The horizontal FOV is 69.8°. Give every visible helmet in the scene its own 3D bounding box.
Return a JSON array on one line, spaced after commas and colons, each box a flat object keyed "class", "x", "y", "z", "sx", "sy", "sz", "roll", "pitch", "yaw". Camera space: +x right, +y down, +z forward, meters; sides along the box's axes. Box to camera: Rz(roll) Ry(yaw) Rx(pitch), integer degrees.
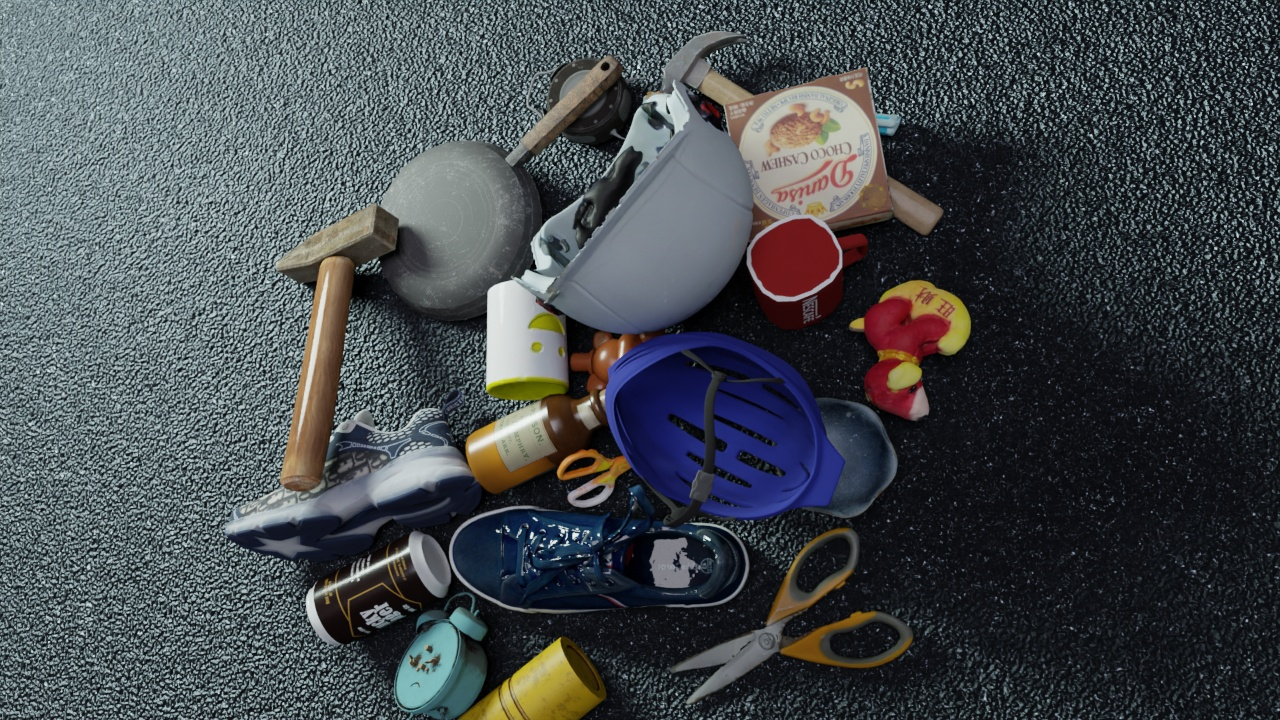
[{"class": "helmet", "x": 0.045, "y": 0.058, "z": 0.764, "sx": 0.242, "sy": 0.227, "sz": 0.148, "roll": 23, "pitch": 105, "yaw": 23}, {"class": "helmet", "x": 0.014, "y": -0.118, "z": 0.850, "sx": 0.163, "sy": 0.263, "sz": 0.237, "roll": 37, "pitch": 99, "yaw": -14}]

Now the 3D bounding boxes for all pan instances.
[{"class": "pan", "x": -0.150, "y": -0.198, "z": 0.980, "sx": 0.357, "sy": 0.040, "sz": 0.207, "roll": -45, "pitch": 70, "yaw": 11}]

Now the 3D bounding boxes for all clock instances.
[{"class": "clock", "x": -0.060, "y": -0.283, "z": 1.005, "sx": 0.123, "sy": 0.043, "sz": 0.091, "roll": 12, "pitch": 84, "yaw": 19}, {"class": "clock", "x": -0.186, "y": 0.283, "z": 0.878, "sx": 0.090, "sy": 0.053, "sz": 0.124, "roll": -14, "pitch": 46, "yaw": 39}]

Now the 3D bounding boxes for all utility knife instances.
[{"class": "utility knife", "x": 0.190, "y": -0.256, "z": 0.958, "sx": 0.158, "sy": 0.015, "sz": 0.022, "roll": 13, "pitch": 88, "yaw": 16}]

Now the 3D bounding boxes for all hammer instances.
[{"class": "hammer", "x": -0.331, "y": -0.008, "z": 0.944, "sx": 0.158, "sy": 0.037, "sz": 0.300, "roll": -18, "pitch": 58, "yaw": 28}, {"class": "hammer", "x": 0.161, "y": -0.229, "z": 0.944, "sx": 0.331, "sy": 0.030, "sz": 0.119, "roll": 37, "pitch": 99, "yaw": 16}]

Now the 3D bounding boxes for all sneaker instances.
[{"class": "sneaker", "x": -0.297, "y": 0.116, "z": 0.946, "sx": 0.269, "sy": 0.103, "sz": 0.132, "roll": -17, "pitch": 59, "yaw": 8}, {"class": "sneaker", "x": -0.052, "y": 0.178, "z": 0.850, "sx": 0.295, "sy": 0.127, "sz": 0.120, "roll": 0, "pitch": 78, "yaw": 15}]

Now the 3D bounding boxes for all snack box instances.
[{"class": "snack box", "x": 0.167, "y": -0.198, "z": 0.911, "sx": 0.143, "sy": 0.041, "sz": 0.147, "roll": -10, "pitch": 86, "yaw": 15}]

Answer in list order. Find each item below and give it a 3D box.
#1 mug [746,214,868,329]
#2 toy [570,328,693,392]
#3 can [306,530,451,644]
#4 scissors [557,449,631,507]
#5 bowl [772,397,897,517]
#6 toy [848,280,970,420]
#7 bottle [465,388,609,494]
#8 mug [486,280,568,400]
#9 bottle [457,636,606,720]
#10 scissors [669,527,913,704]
[{"class": "mug", "x": 0.164, "y": -0.090, "z": 0.880, "sx": 0.116, "sy": 0.096, "sz": 0.080, "roll": -28, "pitch": 72, "yaw": 5}, {"class": "toy", "x": -0.005, "y": 0.005, "z": 0.922, "sx": 0.128, "sy": 0.065, "sz": 0.094, "roll": -1, "pitch": 71, "yaw": 22}, {"class": "can", "x": -0.258, "y": 0.226, "z": 0.910, "sx": 0.128, "sy": 0.072, "sz": 0.072, "roll": -27, "pitch": 72, "yaw": 5}, {"class": "scissors", "x": -0.016, "y": 0.110, "z": 0.905, "sx": 0.133, "sy": 0.084, "sz": 0.012, "roll": -12, "pitch": 40, "yaw": -14}, {"class": "bowl", "x": 0.179, "y": 0.092, "z": 0.854, "sx": 0.110, "sy": 0.055, "sz": 0.110, "roll": -3, "pitch": 76, "yaw": 12}, {"class": "toy", "x": 0.248, "y": -0.016, "z": 0.865, "sx": 0.106, "sy": 0.067, "sz": 0.137, "roll": 20, "pitch": 74, "yaw": 20}, {"class": "bottle", "x": -0.090, "y": 0.071, "z": 0.901, "sx": 0.157, "sy": 0.067, "sz": 0.067, "roll": -26, "pitch": 72, "yaw": 14}, {"class": "mug", "x": -0.116, "y": -0.019, "z": 0.933, "sx": 0.083, "sy": 0.082, "sz": 0.106, "roll": -6, "pitch": 74, "yaw": 11}, {"class": "bottle", "x": -0.116, "y": 0.337, "z": 0.853, "sx": 0.164, "sy": 0.071, "sz": 0.071, "roll": -39, "pitch": 72, "yaw": 1}, {"class": "scissors", "x": 0.129, "y": 0.240, "z": 0.850, "sx": 0.225, "sy": 0.016, "sz": 0.166, "roll": -16, "pitch": 73, "yaw": 10}]
